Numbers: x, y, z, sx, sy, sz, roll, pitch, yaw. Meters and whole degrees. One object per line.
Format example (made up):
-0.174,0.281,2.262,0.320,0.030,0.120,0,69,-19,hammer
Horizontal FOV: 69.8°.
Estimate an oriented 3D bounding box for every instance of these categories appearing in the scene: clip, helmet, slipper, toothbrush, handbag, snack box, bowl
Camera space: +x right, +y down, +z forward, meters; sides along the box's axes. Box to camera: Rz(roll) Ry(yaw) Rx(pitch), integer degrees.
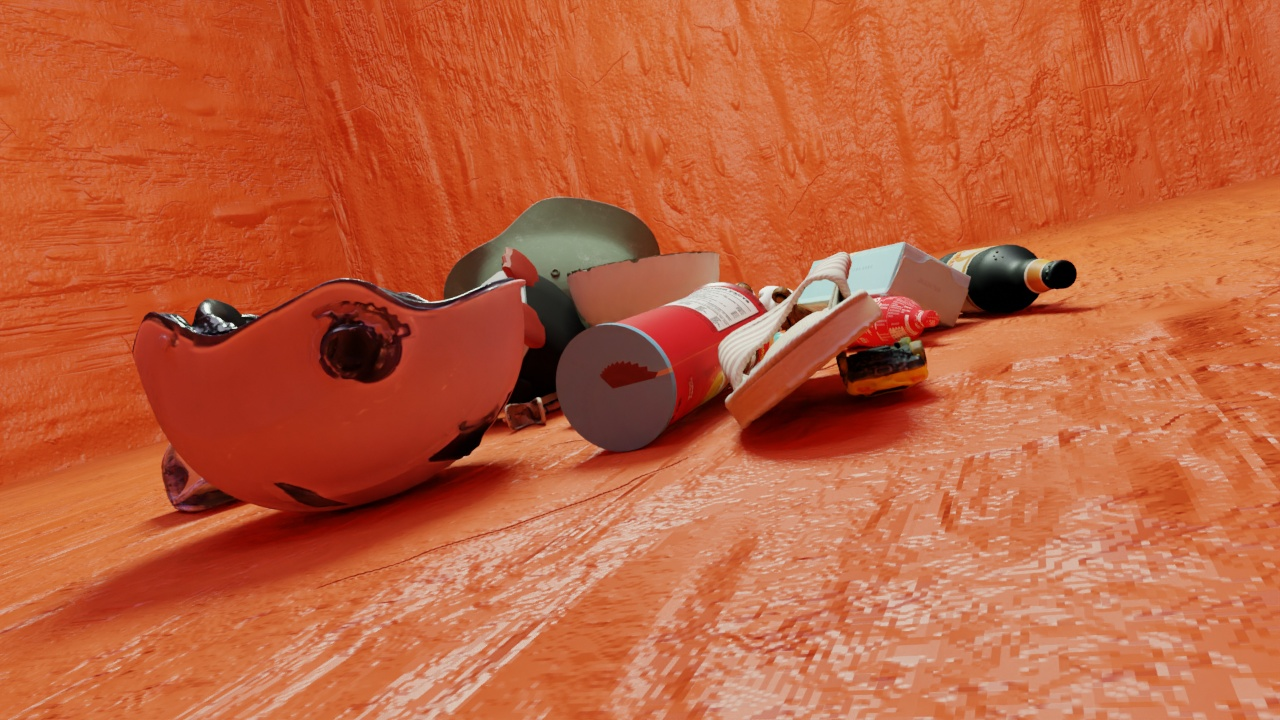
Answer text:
-0.106,0.048,0.832,0.060,0.026,0.050,-15,3,-38,clip
-0.193,0.019,0.627,0.255,0.152,0.230,-13,1,-15,helmet
0.096,-0.017,0.578,0.115,0.052,0.262,-41,-5,8,slipper
-0.087,0.043,0.912,0.022,0.017,0.134,-15,5,40,toothbrush
-0.096,0.036,0.981,0.061,0.026,0.049,-19,-3,20,clip
-0.343,0.087,0.844,0.158,0.069,0.127,-17,-9,-40,handbag
0.223,-0.064,0.863,0.075,0.053,0.175,25,-6,-15,snack box
0.007,-0.061,0.913,0.153,0.073,0.153,-9,-1,0,bowl
-0.097,-0.053,1.085,0.267,0.227,0.153,-4,45,-6,helmet

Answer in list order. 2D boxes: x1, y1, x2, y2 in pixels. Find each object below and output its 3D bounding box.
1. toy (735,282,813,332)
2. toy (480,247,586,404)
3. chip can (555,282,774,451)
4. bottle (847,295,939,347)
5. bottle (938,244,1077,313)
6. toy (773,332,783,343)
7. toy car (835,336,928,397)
0.137,-0.051,1.017,0.113,0.087,0.067,3,52,31,toy
-0.146,0.002,0.931,0.184,0.158,0.140,-33,-44,25,toy
0.026,-0.002,0.661,0.087,0.087,0.212,-12,6,26,chip can
0.203,-0.032,0.774,0.042,0.042,0.142,-15,5,-18,bottle
0.318,-0.071,0.801,0.059,0.059,0.181,-14,4,-6,bottle
0.118,-0.014,0.902,0.085,0.033,0.105,-4,0,-18,toy
0.145,0.005,0.553,0.049,0.030,0.106,-14,2,12,toy car
